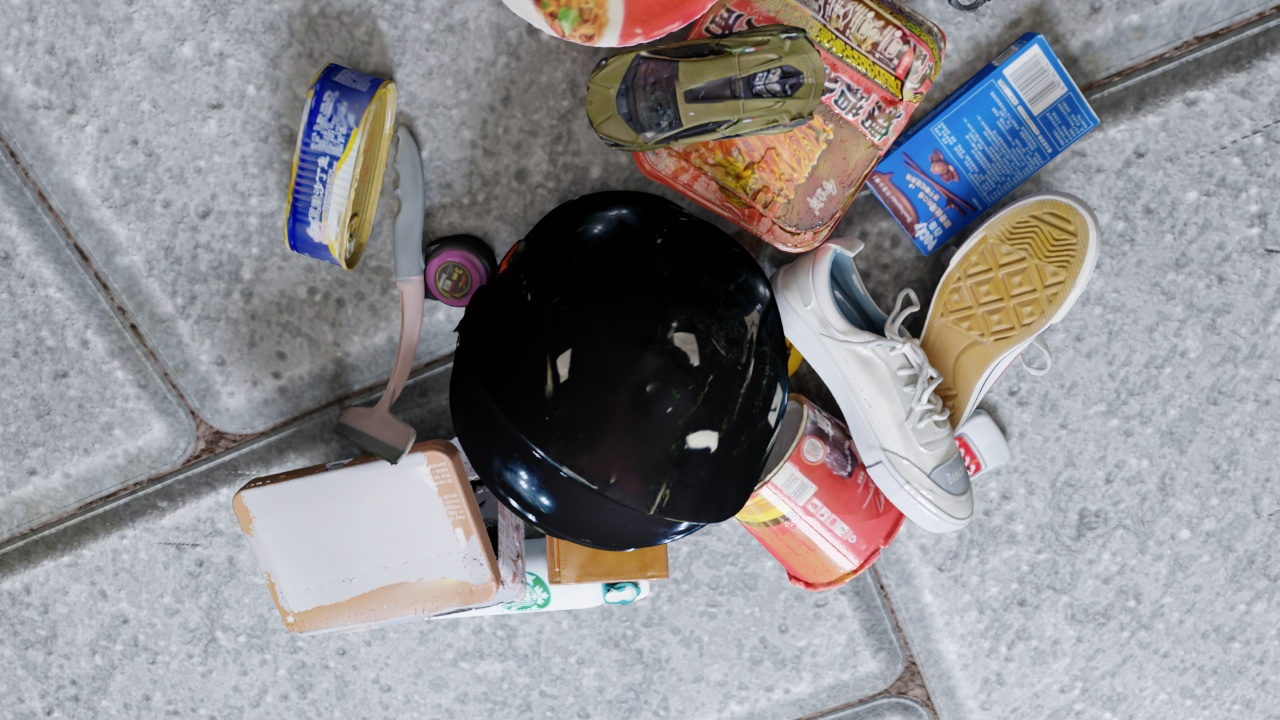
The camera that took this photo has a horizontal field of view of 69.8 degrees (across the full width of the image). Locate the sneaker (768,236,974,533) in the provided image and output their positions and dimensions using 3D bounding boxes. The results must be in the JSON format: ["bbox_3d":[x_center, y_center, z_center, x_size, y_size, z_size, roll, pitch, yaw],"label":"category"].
[{"bbox_3d":[0.195,0.013,0.697,0.091,0.089,0.242,-39,82,44],"label":"sneaker"}]

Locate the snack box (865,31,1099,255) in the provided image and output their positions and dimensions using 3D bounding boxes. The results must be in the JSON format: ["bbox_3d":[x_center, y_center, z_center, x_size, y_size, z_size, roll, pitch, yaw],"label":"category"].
[{"bbox_3d":[0.254,-0.162,0.696,0.157,0.026,0.084,-39,107,16],"label":"snack box"}]

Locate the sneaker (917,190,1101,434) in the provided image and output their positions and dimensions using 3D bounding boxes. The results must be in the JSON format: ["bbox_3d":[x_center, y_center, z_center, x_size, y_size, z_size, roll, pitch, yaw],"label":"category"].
[{"bbox_3d":[0.275,-0.035,0.717,0.118,0.087,0.242,35,134,18],"label":"sneaker"}]

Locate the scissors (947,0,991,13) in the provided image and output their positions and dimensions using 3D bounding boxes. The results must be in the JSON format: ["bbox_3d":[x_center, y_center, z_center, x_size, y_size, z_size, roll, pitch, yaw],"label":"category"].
[{"bbox_3d":[0.213,-0.317,0.607,0.175,0.014,0.159,-24,110,21],"label":"scissors"}]

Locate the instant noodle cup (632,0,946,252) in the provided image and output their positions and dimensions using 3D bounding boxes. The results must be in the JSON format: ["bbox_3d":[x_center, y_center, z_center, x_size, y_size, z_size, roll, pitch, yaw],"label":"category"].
[{"bbox_3d":[0.101,-0.188,0.659,0.164,0.079,0.189,29,109,-11],"label":"instant noodle cup"}]

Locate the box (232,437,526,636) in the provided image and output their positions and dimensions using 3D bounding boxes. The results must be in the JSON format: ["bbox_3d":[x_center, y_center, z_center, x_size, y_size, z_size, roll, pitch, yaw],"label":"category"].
[{"bbox_3d":[-0.201,0.127,0.721,0.182,0.153,0.181,-12,144,6],"label":"box"}]

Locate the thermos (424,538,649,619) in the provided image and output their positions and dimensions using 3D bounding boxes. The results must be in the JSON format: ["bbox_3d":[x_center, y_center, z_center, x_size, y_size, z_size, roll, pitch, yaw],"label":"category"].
[{"bbox_3d":[-0.104,0.196,0.829,0.224,0.073,0.073,-5,113,3],"label":"thermos"}]

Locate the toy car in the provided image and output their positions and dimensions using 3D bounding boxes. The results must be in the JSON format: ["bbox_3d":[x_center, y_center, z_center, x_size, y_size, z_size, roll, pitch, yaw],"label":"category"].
[{"bbox_3d":[0.041,-0.176,0.603,0.158,0.042,0.070,-8,107,8],"label":"toy car"}]

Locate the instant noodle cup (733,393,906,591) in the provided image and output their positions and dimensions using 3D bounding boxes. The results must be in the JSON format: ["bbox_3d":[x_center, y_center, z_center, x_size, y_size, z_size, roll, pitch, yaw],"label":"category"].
[{"bbox_3d":[0.134,0.099,0.747,0.108,0.137,0.138,40,108,-16],"label":"instant noodle cup"}]

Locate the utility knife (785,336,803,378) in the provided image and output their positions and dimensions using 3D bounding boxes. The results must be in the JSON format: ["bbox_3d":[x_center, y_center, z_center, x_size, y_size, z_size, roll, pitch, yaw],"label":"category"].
[{"bbox_3d":[0.107,0.028,0.785,0.033,0.015,0.165,19,112,-4],"label":"utility knife"}]

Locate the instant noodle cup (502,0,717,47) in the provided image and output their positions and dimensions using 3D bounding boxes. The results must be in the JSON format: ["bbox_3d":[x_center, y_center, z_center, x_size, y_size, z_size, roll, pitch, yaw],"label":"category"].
[{"bbox_3d":[-0.014,-0.301,0.604,0.194,0.065,0.194,1,99,7],"label":"instant noodle cup"}]

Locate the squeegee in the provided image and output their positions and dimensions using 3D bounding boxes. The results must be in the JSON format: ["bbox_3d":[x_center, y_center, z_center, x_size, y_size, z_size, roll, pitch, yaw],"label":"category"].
[{"bbox_3d":[-0.185,-0.055,0.705,0.040,0.248,0.249,7,89,-27],"label":"squeegee"}]

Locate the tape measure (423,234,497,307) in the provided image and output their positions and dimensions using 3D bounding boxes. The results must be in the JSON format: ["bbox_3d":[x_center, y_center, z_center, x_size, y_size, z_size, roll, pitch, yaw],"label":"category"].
[{"bbox_3d":[-0.144,-0.072,0.734,0.058,0.039,0.057,9,113,2],"label":"tape measure"}]

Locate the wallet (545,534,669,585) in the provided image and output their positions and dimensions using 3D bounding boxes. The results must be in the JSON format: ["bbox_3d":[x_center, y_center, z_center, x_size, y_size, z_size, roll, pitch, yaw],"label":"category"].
[{"bbox_3d":[-0.039,0.125,0.790,0.119,0.035,0.130,-5,80,8],"label":"wallet"}]

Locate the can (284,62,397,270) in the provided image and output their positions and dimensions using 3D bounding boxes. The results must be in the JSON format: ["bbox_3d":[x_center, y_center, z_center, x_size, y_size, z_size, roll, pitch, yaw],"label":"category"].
[{"bbox_3d":[-0.224,-0.143,0.686,0.049,0.074,0.148,17,112,-4],"label":"can"}]

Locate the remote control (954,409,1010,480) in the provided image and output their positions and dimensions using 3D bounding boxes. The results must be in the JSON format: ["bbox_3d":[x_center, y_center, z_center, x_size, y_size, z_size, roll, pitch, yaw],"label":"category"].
[{"bbox_3d":[0.256,0.096,0.810,0.136,0.020,0.056,-33,108,14],"label":"remote control"}]

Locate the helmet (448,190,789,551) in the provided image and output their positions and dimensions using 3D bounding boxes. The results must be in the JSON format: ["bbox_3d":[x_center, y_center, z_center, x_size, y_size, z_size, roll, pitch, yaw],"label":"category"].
[{"bbox_3d":[-0.004,0.004,0.660,0.233,0.230,0.274,22,85,-23],"label":"helmet"}]
